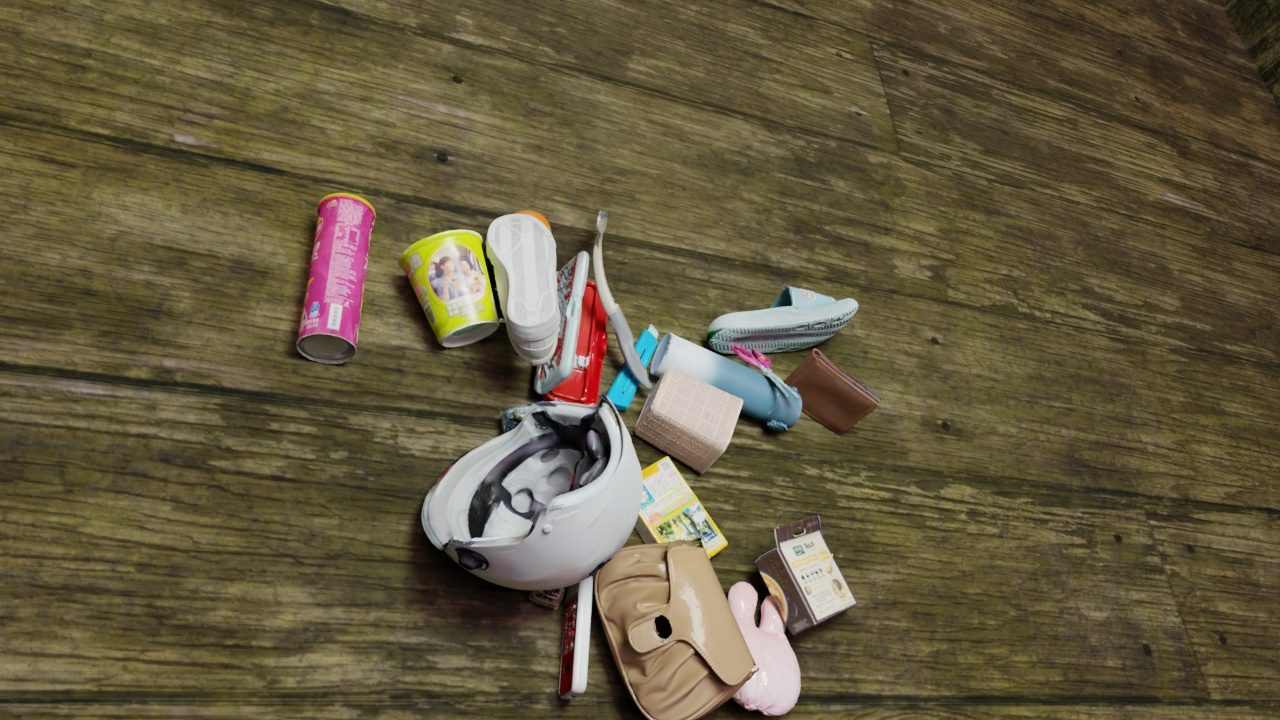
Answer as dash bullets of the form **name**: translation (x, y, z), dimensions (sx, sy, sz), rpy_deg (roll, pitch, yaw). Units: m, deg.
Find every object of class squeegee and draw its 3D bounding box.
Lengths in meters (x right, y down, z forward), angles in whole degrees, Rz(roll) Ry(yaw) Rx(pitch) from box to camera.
- **squeegee**: translation (-0.033, -0.075, 1.230), dimensions (0.039, 0.246, 0.246), rpy_deg (-15, 99, 2)

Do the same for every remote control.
- **remote control**: translation (-0.074, 0.310, 1.037), dimensions (0.020, 0.056, 0.135), rpy_deg (13, 57, -17)

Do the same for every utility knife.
- **utility knife**: translation (-0.008, 0.007, 1.274), dimensions (0.034, 0.018, 0.158), rpy_deg (31, 52, -5)

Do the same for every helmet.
- **helmet**: translation (-0.104, 0.164, 1.022), dimensions (0.146, 0.259, 0.228), rpy_deg (56, 33, -25)

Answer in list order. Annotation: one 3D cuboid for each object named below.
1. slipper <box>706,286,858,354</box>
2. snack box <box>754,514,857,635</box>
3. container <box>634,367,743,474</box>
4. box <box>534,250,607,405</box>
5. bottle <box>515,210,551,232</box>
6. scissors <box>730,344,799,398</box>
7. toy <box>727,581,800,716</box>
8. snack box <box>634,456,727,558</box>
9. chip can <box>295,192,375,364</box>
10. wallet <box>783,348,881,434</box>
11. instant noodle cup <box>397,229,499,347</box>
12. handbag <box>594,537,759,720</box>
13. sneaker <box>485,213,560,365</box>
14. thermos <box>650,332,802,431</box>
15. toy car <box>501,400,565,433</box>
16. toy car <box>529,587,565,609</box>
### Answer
- **slipper**: translation (0.207, -0.062, 1.369), dimensions (0.245, 0.104, 0.074), rpy_deg (-7, 63, -22)
- **snack box**: translation (0.212, 0.273, 1.177), dimensions (0.113, 0.053, 0.125), rpy_deg (-2, 59, -50)
- **container**: translation (0.062, 0.077, 1.222), dimensions (0.111, 0.090, 0.090), rpy_deg (28, 53, -5)
- **box**: translation (-0.082, -0.042, 1.216), dimensions (0.095, 0.102, 0.201), rpy_deg (15, 57, -16)
- **bottle**: translation (-0.160, -0.131, 1.261), dimensions (0.066, 0.067, 0.149), rpy_deg (12, 64, -19)
- **scissors**: translation (0.172, 0.014, 1.284), dimensions (0.083, 0.017, 0.137), rpy_deg (20, 22, -28)
- **toy**: translation (0.143, 0.351, 1.118), dimensions (0.121, 0.054, 0.159), rpy_deg (25, 45, -11)
- **snack box**: translation (0.037, 0.201, 1.171), dimensions (0.086, 0.034, 0.140), rpy_deg (-27, 74, -35)
- **chip can**: translation (-0.375, -0.103, 1.133), dimensions (0.071, 0.072, 0.210), rpy_deg (10, 58, -20)
- **wallet**: translation (0.274, 0.047, 1.331), dimensions (0.124, 0.101, 0.032), rpy_deg (35, 51, -2)
- **instant noodle cup**: translation (-0.237, -0.086, 1.172), dimensions (0.111, 0.112, 0.123), rpy_deg (-13, 76, -31)
- **handbag**: translation (0.034, 0.304, 1.046), dimensions (0.148, 0.100, 0.204), rpy_deg (-24, 70, -1)
- **sneaker**: translation (-0.143, -0.091, 1.172), dimensions (0.089, 0.091, 0.241), rpy_deg (-10, 46, -7)
- **thermos**: translation (0.123, 0.033, 1.291), dimensions (0.220, 0.070, 0.070), rpy_deg (24, 54, -11)
- **toy car**: translation (-0.133, 0.073, 1.162), dimensions (0.090, 0.043, 0.034), rpy_deg (-12, 33, -25)
- **toy car**: translation (-0.100, 0.244, 1.078), dimensions (0.042, 0.035, 0.090), rpy_deg (25, 52, -12)
